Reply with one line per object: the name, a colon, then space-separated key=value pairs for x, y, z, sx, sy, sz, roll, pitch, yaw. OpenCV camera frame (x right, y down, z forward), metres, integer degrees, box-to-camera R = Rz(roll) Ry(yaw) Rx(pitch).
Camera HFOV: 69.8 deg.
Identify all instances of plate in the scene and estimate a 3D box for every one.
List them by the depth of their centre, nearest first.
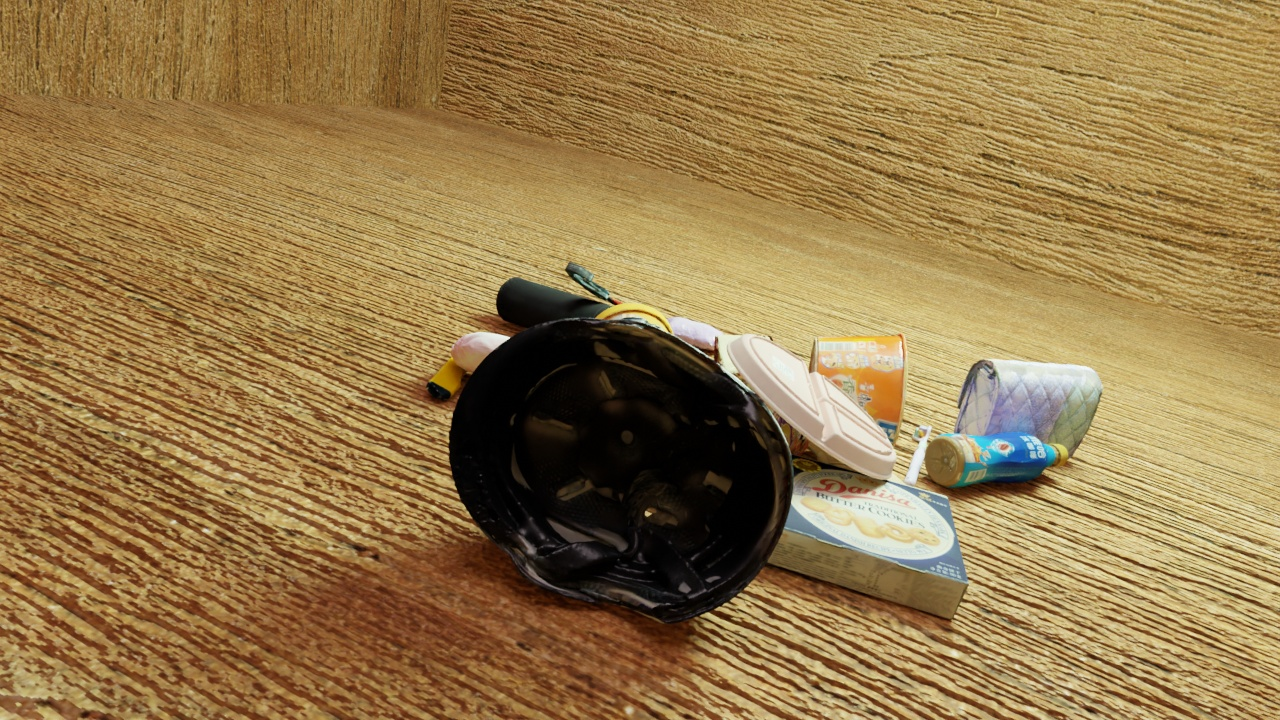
plate: x=0.193 y=0.044 z=1.014 sx=0.229 sy=0.028 sz=0.229 roll=33 pitch=17 yaw=-12

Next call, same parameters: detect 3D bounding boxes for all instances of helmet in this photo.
helmet: x=-0.009 y=0.083 z=0.777 sx=0.274 sy=0.230 sz=0.157 roll=21 pitch=2 yaw=7

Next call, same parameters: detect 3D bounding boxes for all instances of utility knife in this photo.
utility knife: x=-0.224 y=0.013 z=1.121 sx=0.033 sy=0.015 sz=0.180 roll=33 pitch=18 yaw=-5

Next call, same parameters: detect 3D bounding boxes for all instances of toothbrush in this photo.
toothbrush: x=0.349 y=0.121 z=1.158 sx=0.021 sy=0.029 sz=0.188 roll=53 pitch=26 yaw=1

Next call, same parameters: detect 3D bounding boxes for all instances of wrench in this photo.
wrench: x=-0.003 y=-0.059 z=1.269 sx=0.273 sy=0.016 sz=0.056 roll=35 pitch=-9 yaw=-34

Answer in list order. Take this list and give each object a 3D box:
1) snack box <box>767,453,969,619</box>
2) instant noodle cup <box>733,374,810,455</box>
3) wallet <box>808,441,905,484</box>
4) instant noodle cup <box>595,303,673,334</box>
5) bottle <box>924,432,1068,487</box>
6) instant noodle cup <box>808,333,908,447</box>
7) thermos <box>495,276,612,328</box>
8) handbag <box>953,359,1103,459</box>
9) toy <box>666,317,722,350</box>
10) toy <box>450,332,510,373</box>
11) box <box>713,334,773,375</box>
snack box: x=0.220 y=0.167 z=0.914 sx=0.178 sy=0.046 sz=0.182 roll=15 pitch=20 yaw=7
instant noodle cup: x=0.139 y=0.074 z=1.045 sx=0.099 sy=0.112 sz=0.112 roll=4 pitch=19 yaw=-47
wallet: x=0.251 y=0.125 z=1.086 sx=0.087 sy=0.024 sz=0.115 roll=9 pitch=20 yaw=-24
instant noodle cup: x=-0.007 y=0.007 z=1.132 sx=0.118 sy=0.119 sz=0.114 roll=7 pitch=28 yaw=-15
bottle: x=0.454 y=0.121 z=1.149 sx=0.218 sy=0.065 sz=0.065 roll=0 pitch=23 yaw=-30
instant noodle cup: x=0.274 y=0.034 z=1.182 sx=0.111 sy=0.151 sz=0.151 roll=6 pitch=19 yaw=6
thermos: x=-0.100 y=-0.048 z=1.277 sx=0.243 sy=0.090 sz=0.068 roll=20 pitch=16 yaw=39
handbag: x=0.519 y=0.066 z=1.242 sx=0.193 sy=0.134 sz=0.075 roll=4 pitch=22 yaw=-25
toy: x=0.080 y=-0.040 z=1.417 sx=0.108 sy=0.039 sz=0.083 roll=16 pitch=19 yaw=5
toy: x=-0.147 y=0.004 z=1.100 sx=0.159 sy=0.054 sz=0.121 roll=19 pitch=-11 yaw=-19
box: x=0.143 y=0.008 z=1.245 sx=0.091 sy=0.076 sz=0.168 roll=0 pitch=19 yaw=0
